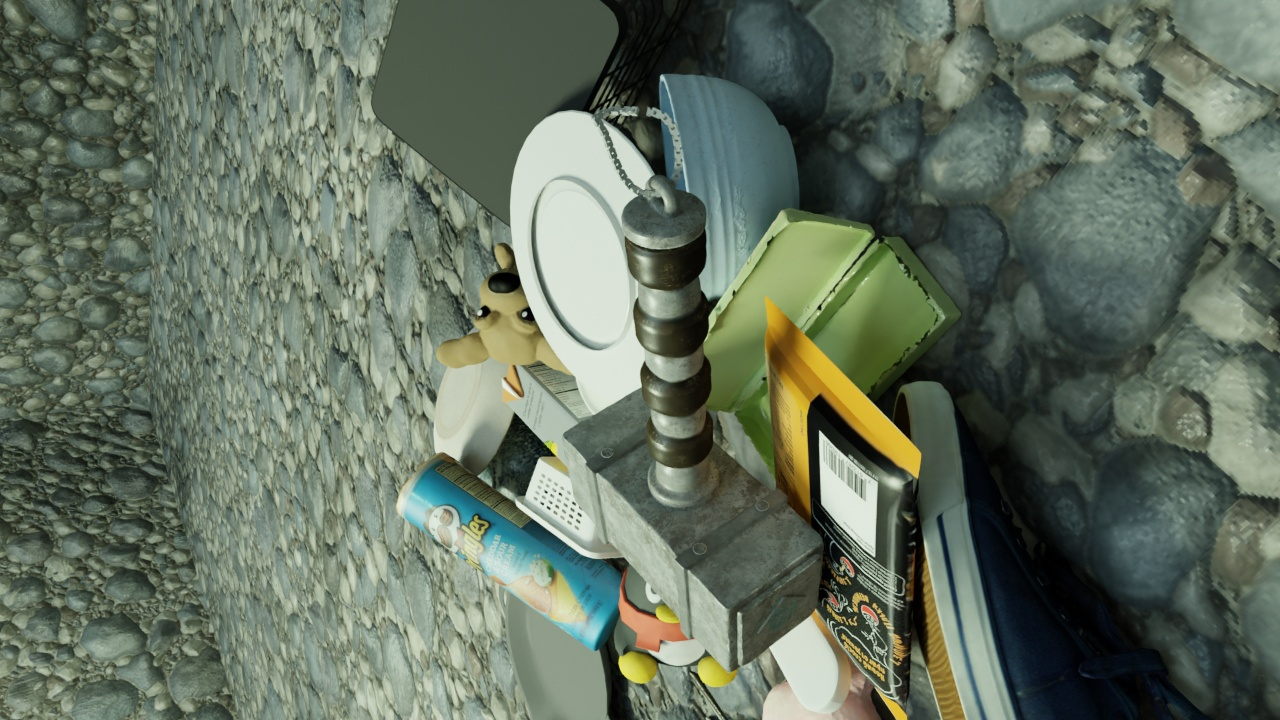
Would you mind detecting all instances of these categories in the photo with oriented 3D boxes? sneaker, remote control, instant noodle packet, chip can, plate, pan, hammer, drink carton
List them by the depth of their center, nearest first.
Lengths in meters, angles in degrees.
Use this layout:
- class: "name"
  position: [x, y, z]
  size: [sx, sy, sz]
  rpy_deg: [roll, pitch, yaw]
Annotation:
- class: "sneaker"
  position: [0.211, 0.140, 0.469]
  size: [0.121, 0.127, 0.294]
  rpy_deg: [73, -176, -67]
- class: "hammer"
  position: [0.020, 0.018, 0.501]
  size: [0.177, 0.079, 0.327]
  rpy_deg: [42, 151, 38]
- class: "instant noodle packet"
  position: [0.115, 0.090, 0.541]
  size: [0.159, 0.032, 0.221]
  rpy_deg: [-123, 19, -53]
- class: "remote control"
  position: [0.103, 0.182, 0.625]
  size: [0.043, 0.013, 0.136]
  rpy_deg: [-61, 26, 16]
- class: "plate"
  position: [-0.040, -0.067, 0.643]
  size: [0.209, 0.015, 0.209]
  rpy_deg: [30, 130, 43]
- class: "drink carton"
  position: [-0.061, 0.044, 0.815]
  size: [0.125, 0.076, 0.049]
  rpy_deg: [40, 128, 37]
- class: "chip can"
  position: [-0.114, 0.173, 0.848]
  size: [0.229, 0.079, 0.080]
  rpy_deg: [31, 125, 16]
- class: "pan"
  position: [-0.046, 0.327, 0.889]
  size: [0.354, 0.024, 0.217]
  rpy_deg: [41, 128, 43]
- class: "plate"
  position: [-0.176, 0.034, 0.946]
  size: [0.189, 0.027, 0.188]
  rpy_deg: [-34, 47, 45]

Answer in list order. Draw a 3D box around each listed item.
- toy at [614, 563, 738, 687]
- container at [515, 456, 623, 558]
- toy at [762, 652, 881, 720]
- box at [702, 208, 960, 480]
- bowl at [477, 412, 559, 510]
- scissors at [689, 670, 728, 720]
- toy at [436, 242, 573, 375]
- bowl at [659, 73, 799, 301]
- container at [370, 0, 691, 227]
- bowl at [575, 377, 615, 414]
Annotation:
- class: "toy"
  position: [0.029, 0.171, 0.692]
  size: [0.099, 0.097, 0.119]
  rpy_deg: [-70, -22, -64]
- class: "container"
  position: [-0.044, 0.124, 0.806]
  size: [0.129, 0.080, 0.049]
  rpy_deg: [22, 103, 50]
- class: "toy"
  position: [0.127, 0.231, 0.618]
  size: [0.108, 0.053, 0.105]
  rpy_deg: [-2, 80, 56]
- class: "box"
  position: [0.102, -0.009, 0.594]
  size: [0.130, 0.064, 0.189]
  rpy_deg: [29, 133, -2]
- class: "bowl"
  position: [-0.136, 0.112, 0.941]
  size: [0.114, 0.060, 0.114]
  rpy_deg: [17, 112, 52]
- class: "scissors"
  position: [0.094, 0.306, 0.663]
  size: [0.198, 0.015, 0.180]
  rpy_deg: [54, 163, 22]
- class: "toy"
  position: [-0.105, -0.048, 0.806]
  size: [0.106, 0.134, 0.108]
  rpy_deg: [80, -162, -46]
- class: "bowl"
  position: [0.059, -0.114, 0.596]
  size: [0.150, 0.075, 0.150]
  rpy_deg: [165, 96, -89]
- class: "container"
  position: [-0.084, -0.242, 0.707]
  size: [0.163, 0.130, 0.242]
  rpy_deg: [39, 134, 3]
- class: "bowl"
  position: [-0.004, 0.004, 0.733]
  size: [0.116, 0.065, 0.116]
  rpy_deg: [15, 108, 52]
